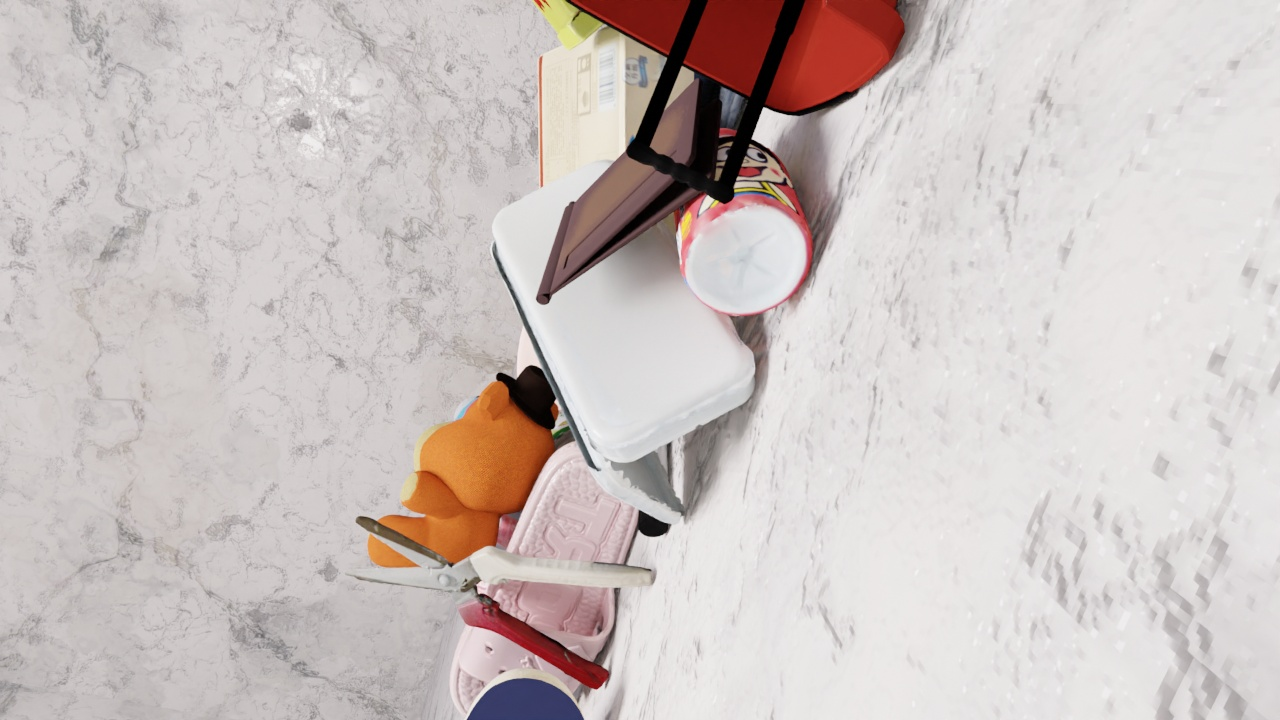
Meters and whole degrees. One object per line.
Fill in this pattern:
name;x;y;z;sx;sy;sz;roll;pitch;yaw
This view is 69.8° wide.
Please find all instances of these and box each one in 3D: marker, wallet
marker;0.008;0.056;0.608;0.145;0.019;0.019;-89;17;-52
wallet;-0.008;-0.087;0.474;0.116;0.018;0.091;-34;29;32

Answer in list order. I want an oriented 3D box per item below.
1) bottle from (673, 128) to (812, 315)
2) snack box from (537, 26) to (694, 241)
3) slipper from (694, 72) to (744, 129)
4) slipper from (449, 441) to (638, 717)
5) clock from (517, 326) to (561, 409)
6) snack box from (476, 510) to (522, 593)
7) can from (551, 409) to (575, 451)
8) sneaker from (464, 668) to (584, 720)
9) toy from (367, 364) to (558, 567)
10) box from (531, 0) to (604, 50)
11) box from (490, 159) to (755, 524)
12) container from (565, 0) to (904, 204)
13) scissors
bottle;0.047;-0.081;0.468;0.137;0.062;0.062;-93;20;-55
snack box;-0.022;-0.121;0.656;0.153;0.055;0.207;16;108;61
slipper;0.029;-0.220;0.700;0.263;0.082;0.101;-116;39;-75
slipper;-0.064;0.171;0.639;0.064;0.094;0.240;-95;27;-72
clock;-0.056;-0.010;0.868;0.160;0.086;0.131;38;-115;-80
snack box;-0.089;0.158;0.743;0.093;0.079;0.094;11;86;52
can;-0.053;0.079;0.766;0.121;0.067;0.067;-161;86;-79
sneaker;-0.084;0.278;0.633;0.118;0.091;0.233;-99;17;-71
toy;-0.115;0.083;0.661;0.176;0.096;0.112;-45;-26;5
box;0.021;-0.278;0.525;0.221;0.083;0.124;-42;16;3
box;-0.007;-0.026;0.531;0.106;0.130;0.211;-35;56;9
container;0.036;-0.158;0.400;0.200;0.148;0.127;-68;14;-5
scissors;-0.081;0.148;0.582;0.180;0.196;0.015;-26;23;21
